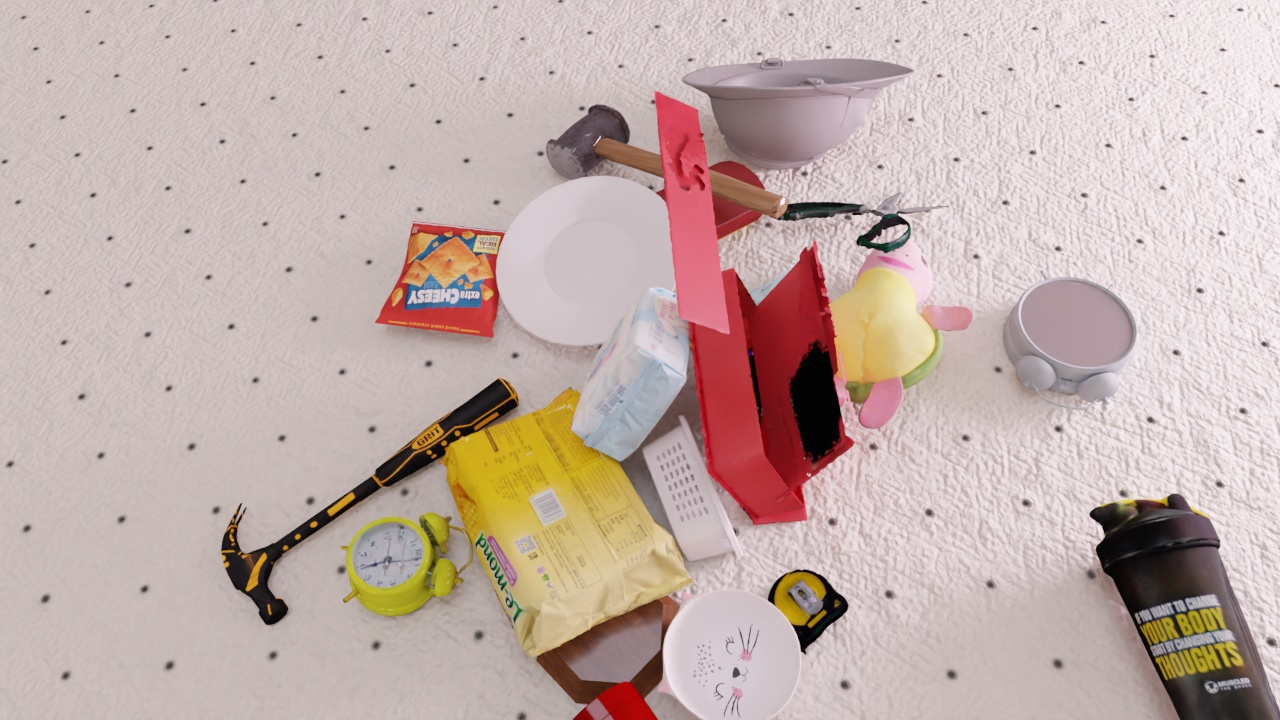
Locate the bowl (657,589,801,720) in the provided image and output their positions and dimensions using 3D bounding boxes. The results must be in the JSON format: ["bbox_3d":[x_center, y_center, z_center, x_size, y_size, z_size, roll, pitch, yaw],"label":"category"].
[{"bbox_3d":[0.076,0.258,0.781,0.115,0.051,0.114,-1,58,2],"label":"bowl"}]

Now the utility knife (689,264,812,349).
[{"bbox_3d":[0.094,-0.049,0.994,0.224,0.019,0.030,-32,67,-11],"label":"utility knife"}]

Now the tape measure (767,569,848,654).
[{"bbox_3d":[0.144,0.216,0.814,0.061,0.034,0.061,-39,62,-21],"label":"tape measure"}]

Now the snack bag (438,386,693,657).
[{"bbox_3d":[-0.077,0.134,0.834,0.159,0.068,0.247,-23,51,-17],"label":"snack bag"}]

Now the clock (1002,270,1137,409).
[{"bbox_3d":[0.440,-0.018,0.942,0.122,0.045,0.159,13,58,12],"label":"clock"}]

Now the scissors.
[{"bbox_3d":[0.234,-0.160,1.024,0.205,0.015,0.201,7,27,26],"label":"scissors"}]

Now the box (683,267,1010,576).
[{"bbox_3d":[0.231,0.078,0.956,0.477,0.172,0.213,14,53,-25],"label":"box"}]

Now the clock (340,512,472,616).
[{"bbox_3d":[-0.213,0.184,0.840,0.119,0.057,0.083,-11,57,-12],"label":"clock"}]

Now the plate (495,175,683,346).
[{"bbox_3d":[-0.055,-0.109,1.001,0.209,0.015,0.208,-4,67,10],"label":"plate"}]

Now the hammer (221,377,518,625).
[{"bbox_3d":[-0.258,0.115,0.901,0.320,0.036,0.123,-36,62,-16],"label":"hammer"}]

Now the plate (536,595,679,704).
[{"bbox_3d":[-0.029,0.239,0.813,0.131,0.025,0.131,-1,58,2],"label":"plate"}]

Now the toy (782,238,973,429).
[{"bbox_3d":[0.238,-0.033,0.936,0.190,0.088,0.237,6,52,25],"label":"toy"}]

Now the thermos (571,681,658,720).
[{"bbox_3d":[0.025,0.344,0.696,0.083,0.108,0.198,-36,61,-17],"label":"thermos"}]

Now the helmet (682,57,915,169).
[{"bbox_3d":[0.184,-0.287,1.089,0.271,0.118,0.183,-5,27,-7],"label":"helmet"}]

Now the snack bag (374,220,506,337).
[{"bbox_3d":[-0.211,-0.091,1.023,0.131,0.039,0.143,7,59,6],"label":"snack bag"}]

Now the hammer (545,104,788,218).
[{"bbox_3d":[0.029,-0.218,1.039,0.329,0.052,0.097,26,61,36],"label":"hammer"}]

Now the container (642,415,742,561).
[{"bbox_3d":[0.045,0.125,0.854,0.049,0.081,0.129,-23,59,1],"label":"container"}]

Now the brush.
[{"bbox_3d":[0.061,-0.164,1.054,0.173,0.042,0.082,-28,61,-14],"label":"brush"}]

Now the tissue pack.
[{"bbox_3d":[-0.005,0.005,0.873,0.070,0.112,0.181,31,24,-10],"label":"tissue pack"}]

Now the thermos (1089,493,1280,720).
[{"bbox_3d":[0.461,0.222,0.765,0.098,0.098,0.220,-9,61,-3],"label":"thermos"}]
